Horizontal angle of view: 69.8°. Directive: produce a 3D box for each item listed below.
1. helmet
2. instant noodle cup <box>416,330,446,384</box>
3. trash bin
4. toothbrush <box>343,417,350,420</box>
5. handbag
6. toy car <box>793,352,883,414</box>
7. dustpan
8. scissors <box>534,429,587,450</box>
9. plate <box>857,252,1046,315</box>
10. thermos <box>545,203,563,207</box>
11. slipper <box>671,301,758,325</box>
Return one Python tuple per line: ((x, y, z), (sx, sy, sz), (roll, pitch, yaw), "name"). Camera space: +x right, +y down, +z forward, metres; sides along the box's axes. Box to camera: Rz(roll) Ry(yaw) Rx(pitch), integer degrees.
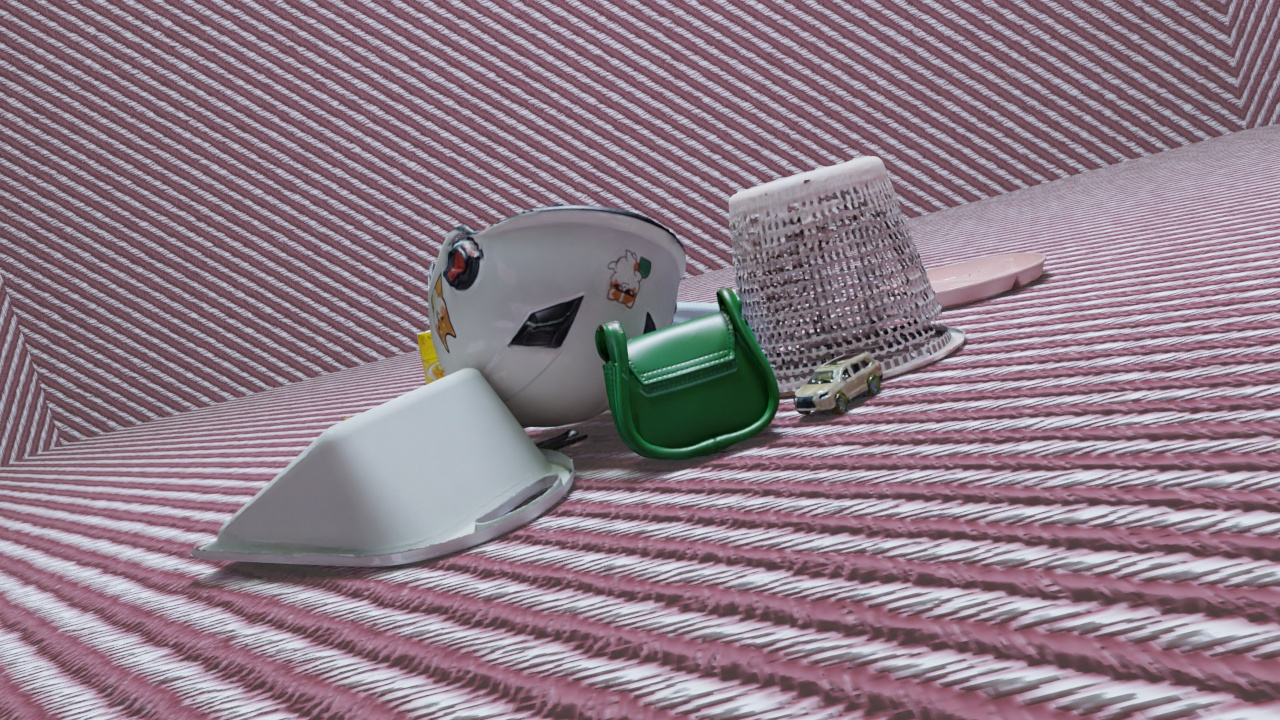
((-0.082, -0.021, 0.837), (0.229, 0.156, 0.275), (12, -18, -34), "helmet")
((-0.250, 0.008, 1.292), (0.116, 0.124, 0.116), (-12, 8, 19), "instant noodle cup")
((0.179, -0.086, 0.891), (0.227, 0.192, 0.227), (-15, 7, 2), "trash bin")
((-0.211, 0.074, 0.931), (0.190, 0.016, 0.015), (4, 12, 8), "toothbrush")
((0.036, 0.013, 0.715), (0.131, 0.120, 0.068), (-18, 2, -9), "handbag")
((0.159, 0.020, 0.746), (0.042, 0.035, 0.090), (-8, 12, 47), "toy car")
((-0.186, 0.115, 0.739), (0.259, 0.142, 0.222), (-40, -7, 36), "dustpan")
((-0.160, 0.101, 0.848), (0.205, 0.015, 0.202), (-10, 10, 32), "scissors")
((0.390, -0.095, 1.156), (0.229, 0.028, 0.229), (-14, 8, 2), "plate")
((-0.117, -0.084, 1.251), (0.090, 0.242, 0.068), (-12, 7, 13), "thermos")
((0.070, -0.036, 1.160), (0.245, 0.074, 0.104), (0, 6, -36), "slipper")
